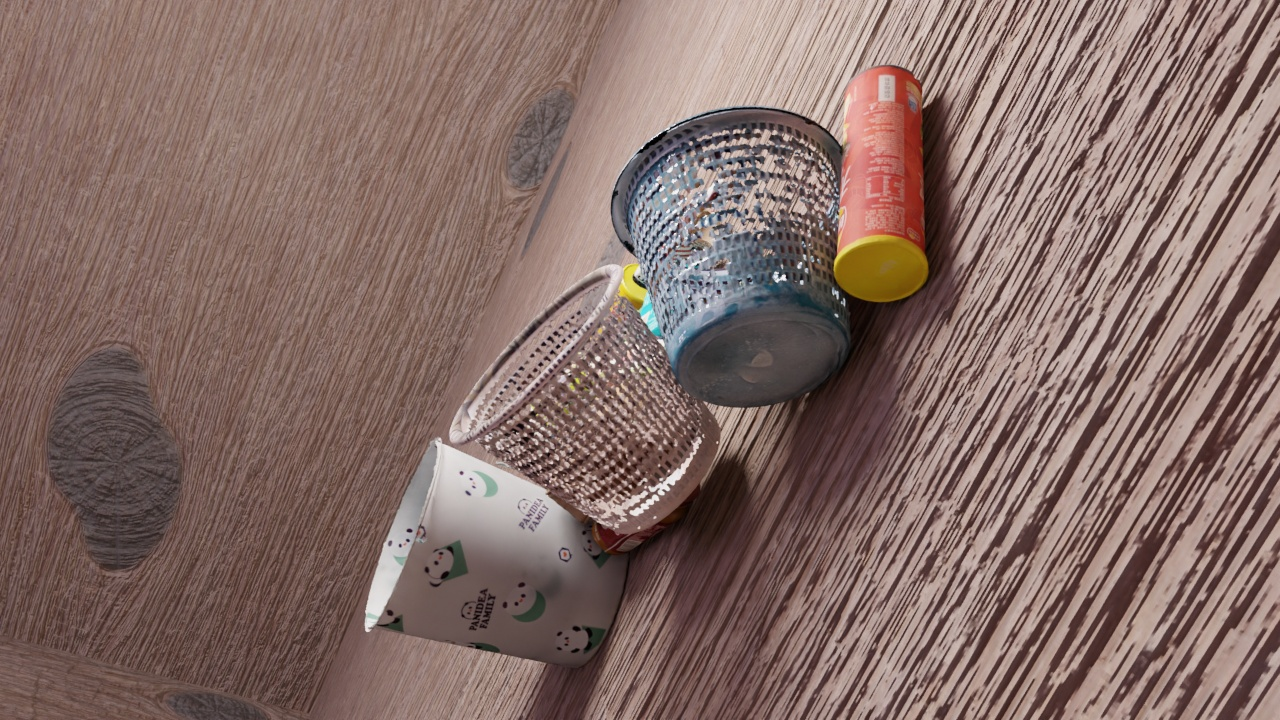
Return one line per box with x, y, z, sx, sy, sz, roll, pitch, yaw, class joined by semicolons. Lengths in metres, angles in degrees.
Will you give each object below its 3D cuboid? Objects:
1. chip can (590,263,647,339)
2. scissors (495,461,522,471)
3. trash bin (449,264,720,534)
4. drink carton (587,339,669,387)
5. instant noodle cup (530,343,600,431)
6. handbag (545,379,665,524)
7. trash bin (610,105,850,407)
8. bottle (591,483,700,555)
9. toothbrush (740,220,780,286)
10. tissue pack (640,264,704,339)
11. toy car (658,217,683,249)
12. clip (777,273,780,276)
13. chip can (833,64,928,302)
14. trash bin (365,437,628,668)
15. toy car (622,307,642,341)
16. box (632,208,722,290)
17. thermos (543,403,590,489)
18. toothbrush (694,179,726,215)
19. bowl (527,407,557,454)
-0.043;-0.055;1.390;0.214;0.072;0.071;-50;25;45;chip can
-0.101;0.146;1.150;0.108;0.175;0.012;-37;-30;-79;scissors
-0.038;0.053;0.882;0.228;0.192;0.227;-41;17;15;trash bin
-0.007;0.007;1.182;0.123;0.045;0.053;-3;57;42;drink carton
-0.089;0.037;1.377;0.124;0.111;0.111;-43;28;37;instant noodle cup
-0.041;0.097;1.079;0.148;0.100;0.204;-54;-1;17;handbag
0.093;-0.074;0.814;0.227;0.226;0.194;-50;38;46;trash bin
0.006;0.162;0.998;0.175;0.057;0.057;-44;29;52;bottle
0.098;-0.074;1.065;0.225;0.026;0.027;-56;-1;35;toothbrush
0.041;-0.063;1.183;0.134;0.050;0.093;-34;36;61;tissue pack
0.041;-0.167;1.331;0.107;0.031;0.049;-49;53;53;toy car
0.135;-0.087;0.991;0.039;0.014;0.056;-65;17;8;clip
0.202;-0.154;0.770;0.073;0.073;0.216;-45;29;52;chip can
-0.165;0.240;1.089;0.230;0.251;0.229;-57;20;33;trash bin
-0.002;-0.036;1.293;0.091;0.043;0.036;-52;23;42;toy car
0.054;-0.146;1.216;0.163;0.076;0.087;-40;29;59;box
-0.098;0.183;1.298;0.090;0.068;0.242;67;-139;-68;thermos
0.073;-0.202;1.318;0.188;0.016;0.017;135;144;-53;toothbrush
-0.147;0.106;1.472;0.116;0.066;0.116;-173;92;-83;bowl
